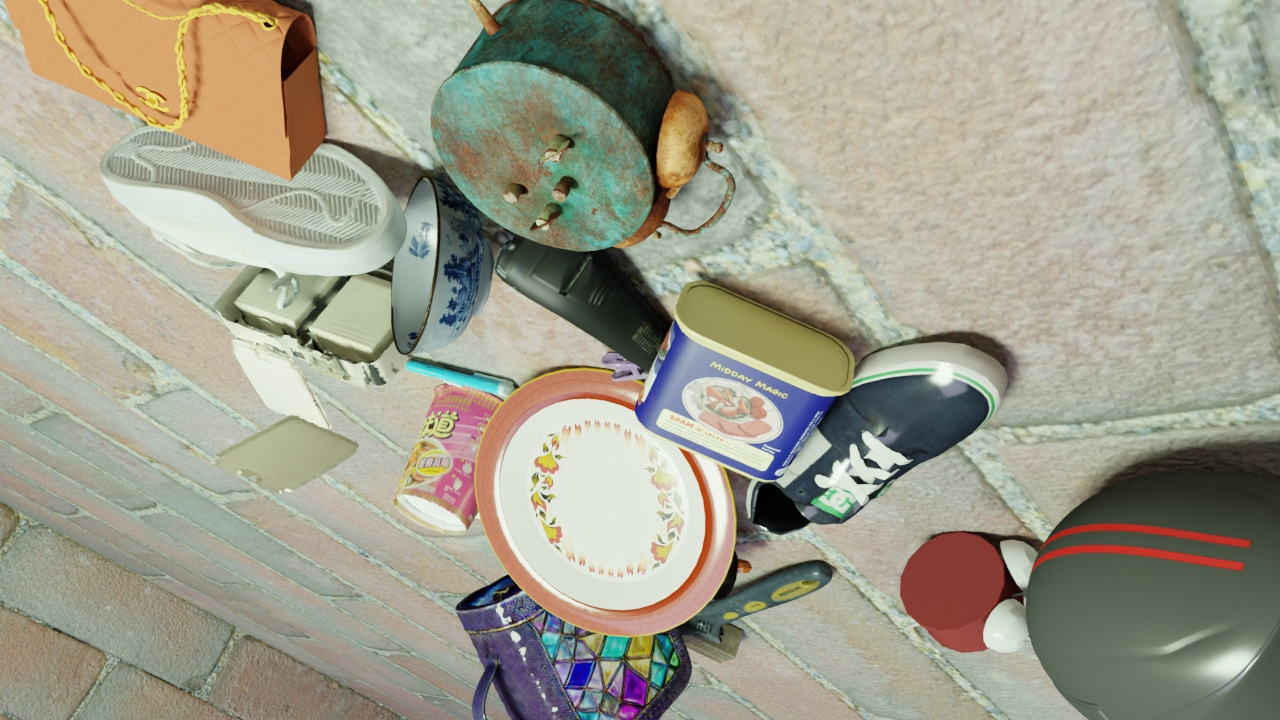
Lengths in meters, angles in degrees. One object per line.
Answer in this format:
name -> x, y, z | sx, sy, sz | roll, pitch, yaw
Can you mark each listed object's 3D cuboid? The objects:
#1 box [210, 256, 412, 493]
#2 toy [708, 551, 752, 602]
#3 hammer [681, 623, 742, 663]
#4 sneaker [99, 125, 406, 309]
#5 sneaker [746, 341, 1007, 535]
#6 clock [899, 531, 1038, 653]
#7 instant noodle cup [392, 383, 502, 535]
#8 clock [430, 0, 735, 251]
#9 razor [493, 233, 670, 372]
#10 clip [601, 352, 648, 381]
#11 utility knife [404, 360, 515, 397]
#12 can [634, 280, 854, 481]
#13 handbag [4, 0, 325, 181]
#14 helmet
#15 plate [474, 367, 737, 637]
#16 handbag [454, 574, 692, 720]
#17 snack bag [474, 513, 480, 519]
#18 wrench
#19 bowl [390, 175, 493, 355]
box -> -0.236, 0.016, 0.661 | 0.143, 0.192, 0.106 | 19, 147, 19
toy -> 0.026, 0.193, 0.868 | 0.112, 0.096, 0.177 | 8, 154, -33
hammer -> -0.004, 0.358, 1.187 | 0.158, 0.037, 0.302 | 27, 148, -7
sneaker -> -0.249, -0.093, 0.619 | 0.242, 0.089, 0.091 | 16, 148, 23
sneaker -> 0.146, 0.064, 0.608 | 0.084, 0.078, 0.236 | 30, 147, -11
clock -> 0.257, 0.179, 0.706 | 0.125, 0.087, 0.044 | -8, 138, 44
instant noodle cup -> -0.164, 0.092, 0.818 | 0.098, 0.108, 0.098 | 16, 149, 10
clock -> -0.028, -0.106, 0.468 | 0.157, 0.073, 0.122 | 27, 148, -9
razor -> -0.030, -0.040, 0.602 | 0.151, 0.054, 0.067 | 38, 173, -37
clip -> -0.003, 0.005, 0.678 | 0.052, 0.013, 0.035 | 1, 143, 27
utility knife -> -0.177, 0.010, 0.793 | 0.152, 0.015, 0.022 | 13, 173, 18
can -> 0.062, 0.016, 0.585 | 0.116, 0.056, 0.092 | 23, 130, -1
handbag -> -0.276, -0.182, 0.526 | 0.172, 0.060, 0.109 | 23, 145, 0
helmet -> 0.326, 0.156, 0.554 | 0.170, 0.164, 0.265 | 25, 159, 17
plate -> -0.031, 0.115, 0.744 | 0.230, 0.021, 0.230 | 6, 106, 21
handbag -> -0.078, 0.310, 0.947 | 0.126, 0.221, 0.205 | -22, 95, 49
snack bag -> -0.114, 0.164, 0.962 | 0.158, 0.013, 0.057 | 13, 149, -11
wrench -> 0.101, 0.253, 0.950 | 0.073, 0.022, 0.274 | 32, 140, -14
bowl -> -0.123, -0.057, 0.586 | 0.045, 0.114, 0.115 | 6, 157, -27
